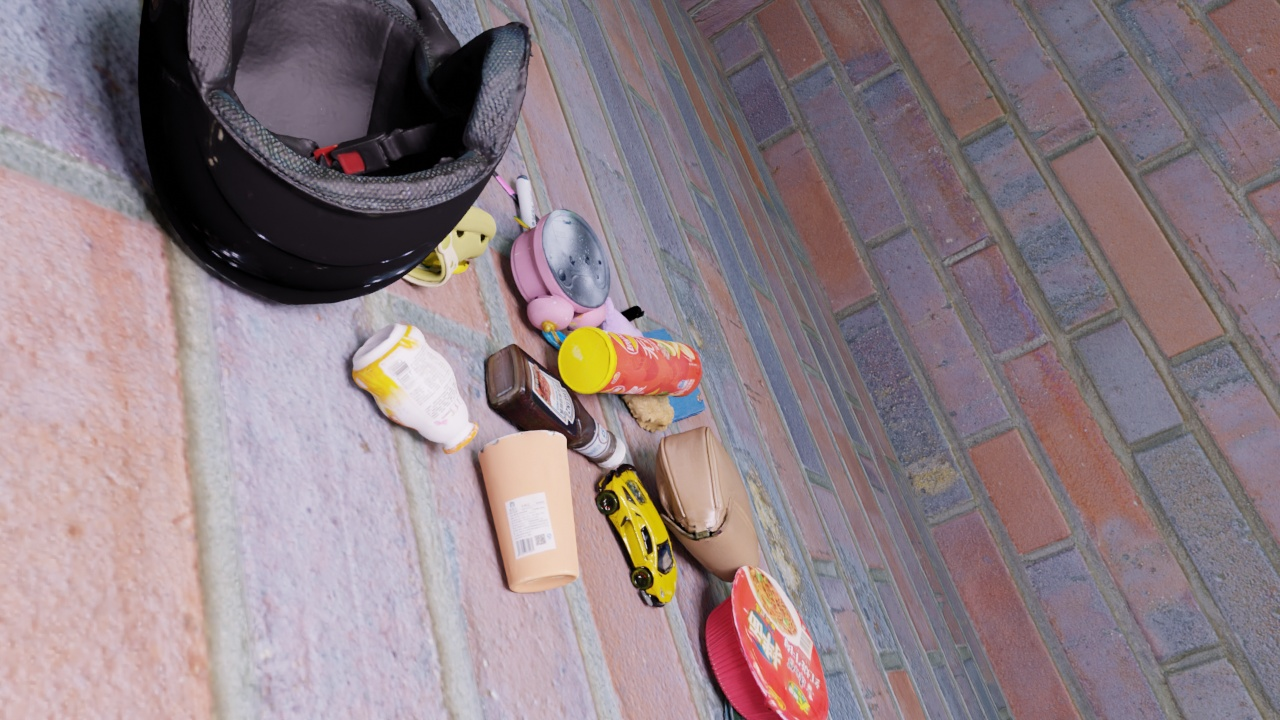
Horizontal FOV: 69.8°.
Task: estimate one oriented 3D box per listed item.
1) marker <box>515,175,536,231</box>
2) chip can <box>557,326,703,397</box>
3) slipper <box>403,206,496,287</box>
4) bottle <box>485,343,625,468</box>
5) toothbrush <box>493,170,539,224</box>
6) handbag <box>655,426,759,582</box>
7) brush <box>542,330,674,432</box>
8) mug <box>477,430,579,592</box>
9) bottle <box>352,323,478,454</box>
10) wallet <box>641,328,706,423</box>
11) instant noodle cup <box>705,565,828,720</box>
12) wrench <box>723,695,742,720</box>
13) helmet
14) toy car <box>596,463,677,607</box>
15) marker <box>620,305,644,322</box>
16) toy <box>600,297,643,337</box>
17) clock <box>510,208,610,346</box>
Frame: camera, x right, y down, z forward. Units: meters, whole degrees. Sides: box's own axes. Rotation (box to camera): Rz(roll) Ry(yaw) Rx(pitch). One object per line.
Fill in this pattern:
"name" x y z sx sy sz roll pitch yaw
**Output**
"marker" -0.136 -0.171 1.124 0.022 0.018 0.130 45 30 -60
"chip can" -0.006 0.006 1.054 0.216 0.073 0.073 7 57 -60
"slipper" -0.201 -0.109 0.832 0.190 0.092 0.081 -5 106 -77
"bottle" -0.081 0.058 0.940 0.195 0.044 0.079 42 25 -45
"toothbrush" -0.127 -0.175 1.171 0.189 0.018 0.014 49 25 -30
"handbag" 0.077 0.172 1.081 0.204 0.100 0.147 56 20 -52
"brush" -0.039 0.015 1.118 0.254 0.046 0.083 36 36 -44
"mug" -0.091 0.130 0.781 0.078 0.078 0.122 29 42 -56
"bottle" -0.174 0.025 0.723 0.108 0.063 0.063 53 22 -23
"wallet" 0.034 0.022 1.279 0.106 0.040 0.133 -13 76 -61
"instant noodle cup" 0.135 0.333 1.035 0.194 0.066 0.193 44 26 -29
"wrench" 0.120 0.354 1.087 0.056 0.016 0.272 55 21 -21
"helmet" -0.221 -0.177 0.636 0.233 0.231 0.274 11 45 -34
"toy car" 0.002 0.186 0.982 0.155 0.041 0.071 67 21 9
"marker" -0.022 -0.057 1.266 0.022 0.020 0.131 20 16 11
"toy" -0.023 -0.021 1.187 0.108 0.039 0.083 44 53 -51
"clock" -0.086 -0.086 1.024 0.117 0.060 0.158 -2 75 -58
